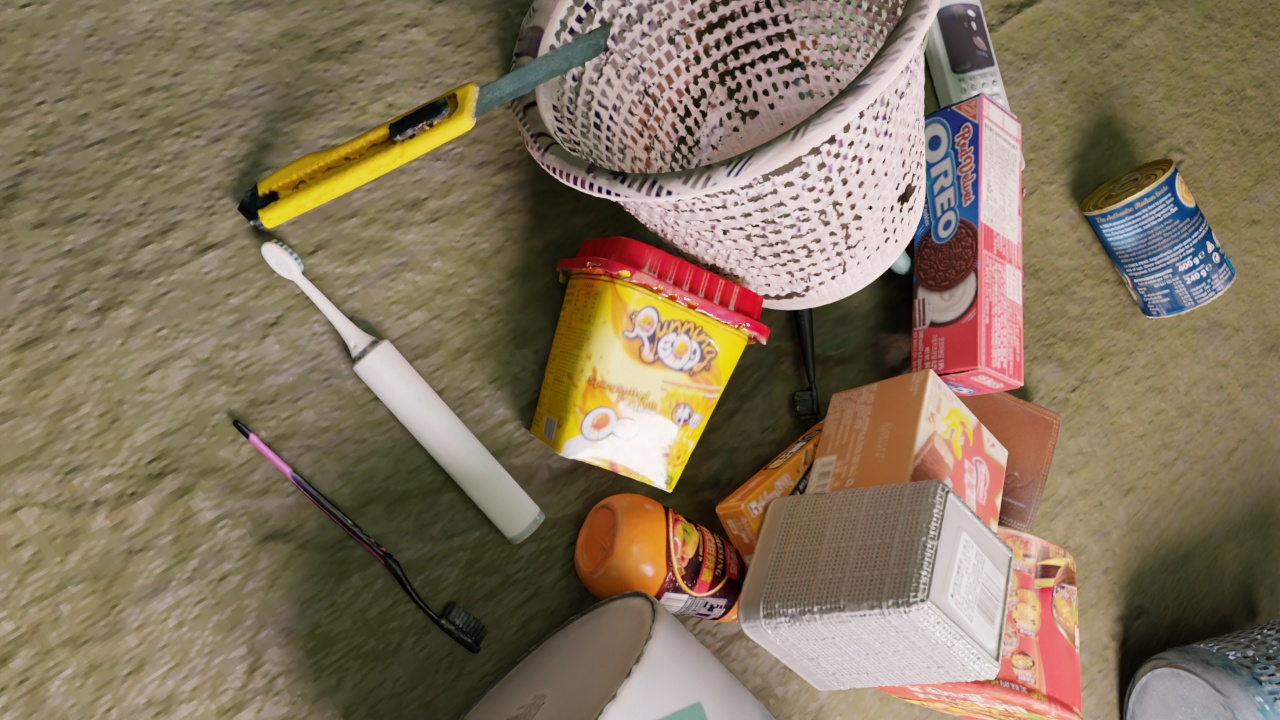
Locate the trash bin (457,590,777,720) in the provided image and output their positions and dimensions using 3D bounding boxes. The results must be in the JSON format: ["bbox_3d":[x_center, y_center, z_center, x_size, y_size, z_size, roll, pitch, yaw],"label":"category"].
[{"bbox_3d":[0.018,0.272,0.462,0.229,0.230,0.252,-41,95,-22],"label":"trash bin"}]

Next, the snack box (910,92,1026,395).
[{"bbox_3d":[0.233,-0.082,0.652,0.058,0.057,0.207,18,71,-35],"label":"snack box"}]

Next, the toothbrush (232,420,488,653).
[{"bbox_3d":[-0.154,0.098,0.514,0.189,0.014,0.017,47,59,-11],"label":"toothbrush"}]

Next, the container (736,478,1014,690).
[{"bbox_3d":[0.131,0.123,0.503,0.090,0.115,0.090,41,52,-24],"label":"container"}]

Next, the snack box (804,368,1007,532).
[{"bbox_3d":[0.169,0.075,0.579,0.094,0.077,0.092,42,52,-24],"label":"snack box"}]

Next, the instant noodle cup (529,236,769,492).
[{"bbox_3d":[-0.003,0.003,0.543,0.116,0.116,0.123,21,87,-20],"label":"instant noodle cup"}]

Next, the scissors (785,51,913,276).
[{"bbox_3d":[0.170,-0.147,0.665,0.174,0.019,0.169,9,74,-35],"label":"scissors"}]

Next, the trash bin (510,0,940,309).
[{"bbox_3d":[0.070,-0.136,0.521,0.192,0.228,0.227,46,63,-53],"label":"trash bin"}]

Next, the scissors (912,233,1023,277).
[{"bbox_3d":[0.245,-0.078,0.708,0.136,0.017,0.133,8,77,-18],"label":"scissors"}]

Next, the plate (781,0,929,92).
[{"bbox_3d":[0.144,-0.298,0.632,0.229,0.028,0.230,13,72,-47],"label":"plate"}]

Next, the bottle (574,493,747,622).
[{"bbox_3d":[0.034,0.132,0.569,0.149,0.067,0.066,25,75,-26],"label":"bottle"}]

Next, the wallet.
[{"bbox_3d":[0.251,0.068,0.684,0.124,0.032,0.101,22,78,-19],"label":"wallet"}]

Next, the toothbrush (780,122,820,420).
[{"bbox_3d":[0.109,-0.064,0.641,0.027,0.026,0.212,-4,86,0],"label":"toothbrush"}]

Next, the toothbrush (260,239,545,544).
[{"bbox_3d":[-0.136,0.018,0.524,0.027,0.026,0.221,-38,101,12],"label":"toothbrush"}]

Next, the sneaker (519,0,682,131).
[{"bbox_3d":[0.002,-0.252,0.581,0.089,0.091,0.241,32,73,-16],"label":"sneaker"}]

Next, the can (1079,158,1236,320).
[{"bbox_3d":[0.425,-0.098,0.753,0.075,0.075,0.111,-39,100,-22],"label":"can"}]

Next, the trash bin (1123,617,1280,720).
[{"bbox_3d":[0.488,0.284,0.678,0.195,0.227,0.226,-1,84,-11],"label":"trash bin"}]

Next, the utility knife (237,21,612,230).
[{"bbox_3d":[-0.117,-0.124,0.482,0.231,0.015,0.033,-23,64,12],"label":"utility knife"}]

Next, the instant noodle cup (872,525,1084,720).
[{"bbox_3d":[0.224,0.175,0.609,0.138,0.138,0.108,24,66,-19],"label":"instant noodle cup"}]

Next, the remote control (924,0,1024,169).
[{"bbox_3d":[0.262,-0.215,0.726,0.058,0.021,0.150,-17,91,-24],"label":"remote control"}]

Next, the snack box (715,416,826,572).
[{"bbox_3d":[0.115,0.092,0.599,0.153,0.026,0.075,-30,96,-43],"label":"snack box"}]
